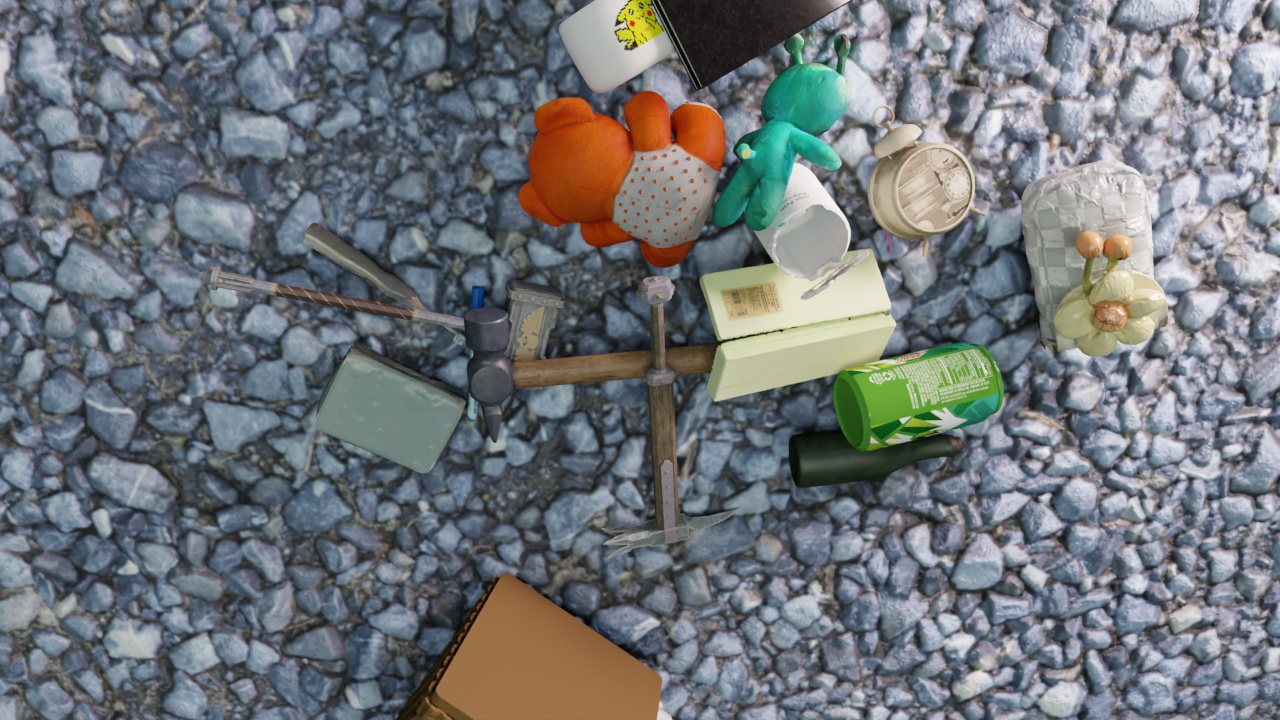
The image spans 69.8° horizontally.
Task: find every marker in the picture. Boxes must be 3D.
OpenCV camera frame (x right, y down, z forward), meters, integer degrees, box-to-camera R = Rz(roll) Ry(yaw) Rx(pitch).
[{"bbox_3d":[-0.167,-0.005,0.924,0.013,0.013,0.142,5,107,-3],"label":"marker"}]

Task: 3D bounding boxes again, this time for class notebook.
[{"bbox_3d":[0.103,-0.361,0.779,0.231,0.019,0.169,-33,106,-13],"label":"notebook"}]

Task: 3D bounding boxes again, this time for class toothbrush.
[{"bbox_3d":[-0.245,-0.072,0.896,0.185,0.022,0.024,35,84,-12],"label":"toothbrush"}]

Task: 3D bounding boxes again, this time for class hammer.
[{"bbox_3d":[0.025,0.058,0.894,0.147,0.028,0.317,-10,125,-9],"label":"hammer"},{"bbox_3d":[-0.239,-0.048,0.859,0.321,0.044,0.098,10,107,-17],"label":"hammer"},{"bbox_3d":[-0.005,0.005,0.891,0.321,0.040,0.129,-5,115,-12],"label":"hammer"}]

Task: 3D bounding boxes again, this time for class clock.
[{"bbox_3d":[0.257,-0.175,0.854,0.093,0.054,0.141,-35,103,-4],"label":"clock"}]

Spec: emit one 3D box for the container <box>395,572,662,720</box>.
[{"bbox_3d":[-0.133,0.397,0.908,0.219,0.251,0.214,35,103,-2],"label":"container"}]

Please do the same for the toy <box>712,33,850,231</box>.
[{"bbox_3d":[0.125,-0.203,0.812,0.072,0.131,0.193,34,81,-41],"label":"toy"}]

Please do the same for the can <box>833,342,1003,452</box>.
[{"bbox_3d":[0.271,0.034,0.901,0.144,0.083,0.083,-13,107,-7],"label":"can"}]

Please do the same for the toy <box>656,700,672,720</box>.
[{"bbox_3d":[0.000,0.422,1.045,0.076,0.037,0.125,-2,101,5],"label":"toy"}]

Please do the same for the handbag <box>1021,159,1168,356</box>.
[{"bbox_3d":[0.423,-0.093,0.855,0.113,0.123,0.171,-13,107,18],"label":"handbag"}]

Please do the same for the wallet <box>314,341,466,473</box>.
[{"bbox_3d":[-0.248,0.048,0.918,0.131,0.054,0.101,29,113,-12],"label":"wallet"}]

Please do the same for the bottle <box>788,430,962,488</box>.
[{"bbox_3d":[0.243,0.095,0.943,0.174,0.055,0.055,-6,107,-1],"label":"bottle"}]

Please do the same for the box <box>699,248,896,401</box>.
[{"bbox_3d":[0.152,-0.033,0.876,0.187,0.061,0.133,-9,104,-18],"label":"box"}]

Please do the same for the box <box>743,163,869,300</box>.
[{"bbox_3d":[0.151,-0.111,0.827,0.081,0.159,0.092,-26,125,7],"label":"box"}]

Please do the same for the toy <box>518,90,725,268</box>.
[{"bbox_3d":[-0.019,-0.168,0.837,0.172,0.092,0.164,14,126,-8],"label":"toy"}]

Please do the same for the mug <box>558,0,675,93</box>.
[{"bbox_3d":[-0.008,-0.289,0.802,0.115,0.094,0.068,-36,107,-15],"label":"mug"}]

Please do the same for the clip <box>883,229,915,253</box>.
[{"bbox_3d":[0.245,-0.126,0.897,0.050,0.014,0.045,33,102,-14],"label":"clip"}]
